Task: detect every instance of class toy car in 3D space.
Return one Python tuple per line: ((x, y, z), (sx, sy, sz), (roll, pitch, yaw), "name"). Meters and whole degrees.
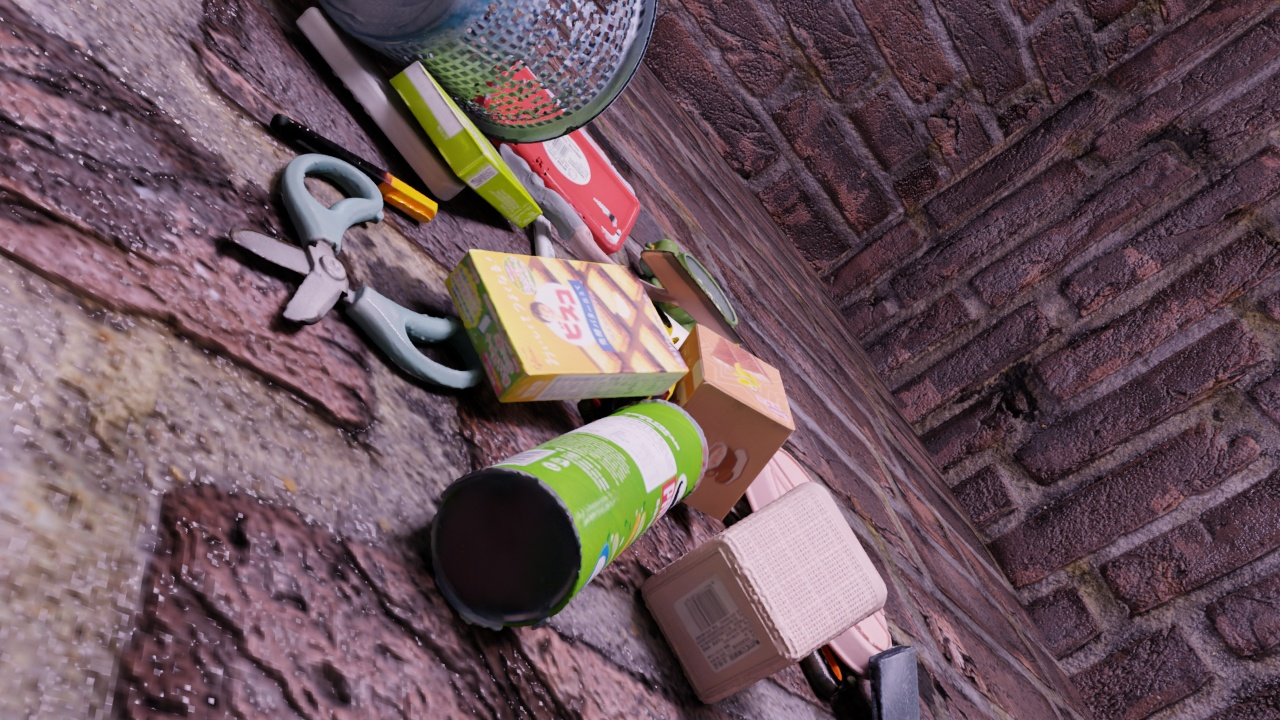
((-0.004, 0.004, 0.675), (0.041, 0.071, 0.155), (47, 17, -19), "toy car")

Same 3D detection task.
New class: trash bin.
((-0.126, -0.285, 0.666), (0.226, 0.227, 0.194), (57, 21, 8), "trash bin")

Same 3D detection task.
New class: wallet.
((0.201, 0.279, 0.721), (0.120, 0.019, 0.097), (21, 65, -60), "wallet")

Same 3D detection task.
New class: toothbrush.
((0.176, 0.239, 0.814), (0.012, 0.017, 0.185), (50, 14, -5), "toothbrush")

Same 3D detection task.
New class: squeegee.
((-0.041, -0.102, 0.755), (0.249, 0.040, 0.247), (40, 2, 22), "squeegee")

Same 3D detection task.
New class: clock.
((0.049, -0.072, 1.014), (0.161, 0.056, 0.116), (34, 24, -50), "clock")

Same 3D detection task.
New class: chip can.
((-0.024, 0.068, 0.482), (0.072, 0.072, 0.235), (56, 16, 6), "chip can")

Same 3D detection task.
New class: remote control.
((-0.177, -0.175, 0.635), (0.150, 0.021, 0.058), (52, 7, -10), "remote control")

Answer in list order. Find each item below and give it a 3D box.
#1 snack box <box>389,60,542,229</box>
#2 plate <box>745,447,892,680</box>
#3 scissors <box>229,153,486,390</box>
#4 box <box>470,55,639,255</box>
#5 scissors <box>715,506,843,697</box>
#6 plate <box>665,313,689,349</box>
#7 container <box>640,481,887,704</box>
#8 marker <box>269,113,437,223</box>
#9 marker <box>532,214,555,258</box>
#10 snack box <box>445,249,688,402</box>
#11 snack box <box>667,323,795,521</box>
((-0.123, -0.152, 0.675), (0.086, 0.026, 0.156), (54, 3, 8), "snack box")
((0.158, 0.168, 0.809), (0.229, 0.028, 0.229), (51, 16, -21), "plate")
((-0.149, -0.056, 0.483), (0.170, 0.019, 0.180), (28, 31, -56), "scissors")
((-0.095, -0.191, 0.885), (0.201, 0.101, 0.102), (45, 56, -33), "box")
((0.089, 0.160, 0.719), (0.233, 0.022, 0.220), (59, 12, 18), "scissors")
((0.042, 0.014, 0.855), (0.265, 0.034, 0.162), (37, 23, -47), "plate")
((0.071, 0.139, 0.545), (0.110, 0.090, 0.090), (-12, 67, -52), "container")
((-0.167, -0.113, 0.548), (0.123, 0.018, 0.015), (30, 63, -54), "marker")
((-0.082, -0.103, 0.775), (0.017, 0.017, 0.145), (44, 19, -32), "marker")
((-0.041, -0.020, 0.554), (0.140, 0.034, 0.087), (-1, 56, -47), "snack box")
((0.050, 0.044, 0.672), (0.077, 0.093, 0.094), (30, 22, -13), "snack box")
